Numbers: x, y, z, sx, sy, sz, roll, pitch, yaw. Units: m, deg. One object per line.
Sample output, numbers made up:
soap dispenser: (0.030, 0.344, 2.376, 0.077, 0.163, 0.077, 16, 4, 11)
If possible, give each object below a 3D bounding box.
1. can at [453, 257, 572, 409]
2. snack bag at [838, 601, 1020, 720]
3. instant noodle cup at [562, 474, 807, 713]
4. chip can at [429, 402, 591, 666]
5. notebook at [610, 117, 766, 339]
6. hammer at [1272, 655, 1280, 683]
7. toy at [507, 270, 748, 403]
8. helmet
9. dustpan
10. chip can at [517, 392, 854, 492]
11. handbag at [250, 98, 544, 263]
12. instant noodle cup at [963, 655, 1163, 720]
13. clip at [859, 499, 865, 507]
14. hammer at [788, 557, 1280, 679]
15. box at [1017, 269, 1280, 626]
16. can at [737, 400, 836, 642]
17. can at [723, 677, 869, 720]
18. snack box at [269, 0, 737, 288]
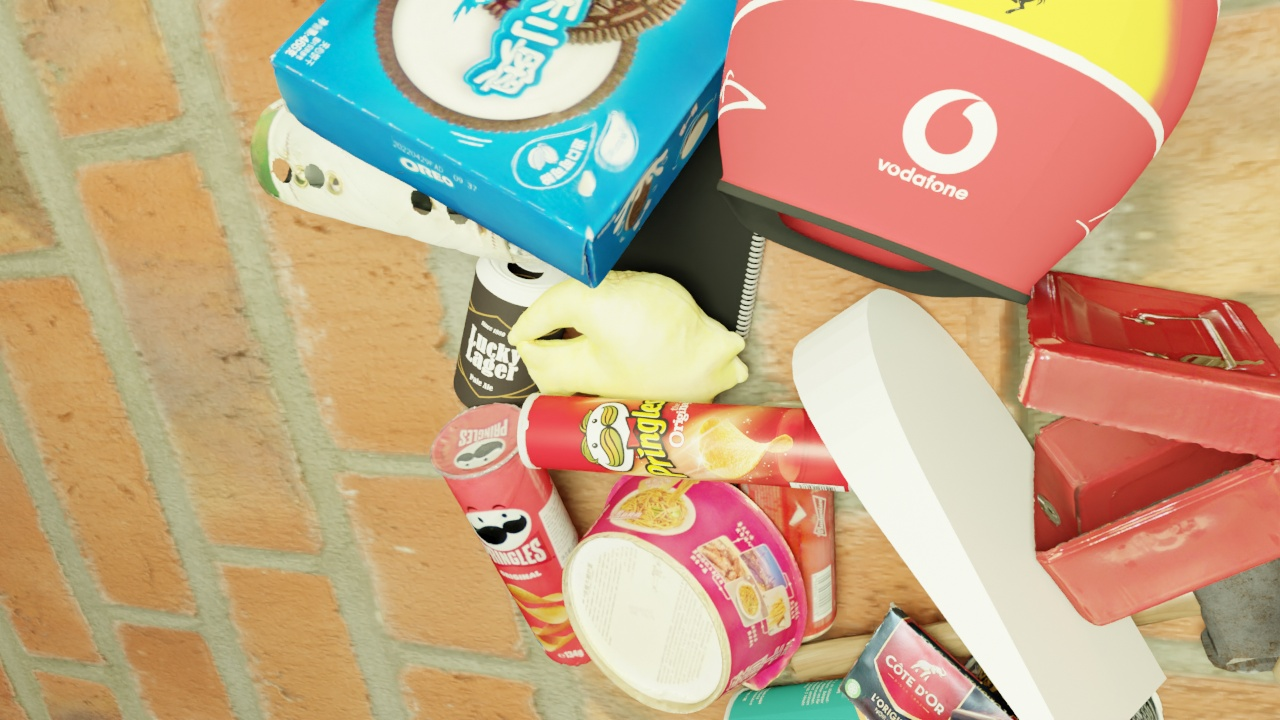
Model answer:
can: (-0.093, -0.020, 0.668, 0.072, 0.071, 0.129, 28, 129, 10)
snack bag: (0.200, 0.236, 0.583, 0.155, 0.018, 0.075, 41, 113, 40)
instant noodle cup: (0.020, 0.167, 0.644, 0.179, 0.077, 0.179, 17, 119, 32)
chip can: (-0.082, 0.141, 0.704, 0.073, 0.073, 0.233, 0, 131, 24)
notebook: (0.018, -0.125, 0.618, 0.149, 0.016, 0.207, 16, 117, 18)
hammer: (0.378, 0.011, 0.428, 0.117, 0.051, 0.323, 19, 96, 5)
toy: (-0.004, 0.004, 0.634, 0.155, 0.064, 0.171, -6, 139, 9)
helmet: (0.144, -0.152, 0.432, 0.198, 0.270, 0.225, 21, 98, 4)
dustpan: (0.180, 0.082, 0.518, 0.053, 0.191, 0.257, -37, 65, 31)
chip can: (0.030, 0.051, 0.589, 0.215, 0.051, 0.052, 2, 112, 18)
handbag: (-0.132, -0.125, 0.603, 0.199, 0.141, 0.096, 17, 119, 24)
instant noodle cup: (0.280, 0.272, 0.616, 0.137, 0.112, 0.137, 9, 114, 19)
clip: (0.188, 0.113, 0.615, 0.121, 0.031, 0.130, -37, 69, 37)
hammer: (0.254, 0.176, 0.610, 0.329, 0.052, 0.098, -20, 102, 25)
box: (0.274, 0.048, 0.497, 0.147, 0.157, 0.156, 9, 113, 21)
can: (0.104, 0.116, 0.652, 0.067, 0.067, 0.170, 3, 113, 22)
can: (0.149, 0.290, 0.688, 0.144, 0.099, 0.099, -19, 103, 29)
snack box: (-0.046, -0.182, 0.505, 0.195, 0.238, 0.056, 30, 159, 9)
